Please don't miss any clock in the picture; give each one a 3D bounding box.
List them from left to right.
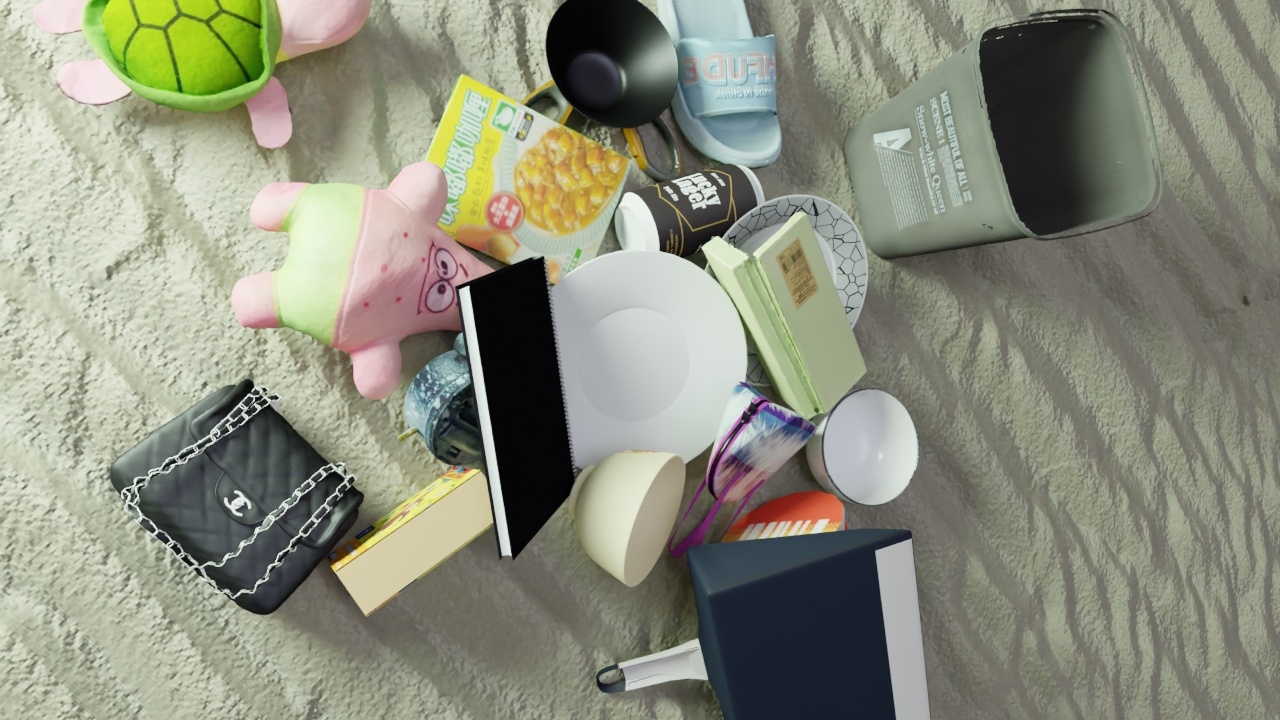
[{"bbox_3d":[-0.135,0.026,0.743,0.129,0.052,0.090,-51,148,-3],"label":"clock"}]

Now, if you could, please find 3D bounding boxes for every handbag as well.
[{"bbox_3d":[-0.284,0.093,0.665,0.153,0.115,0.124,48,67,-9],"label":"handbag"},{"bbox_3d":[0.082,0.111,0.831,0.068,0.144,0.170,32,92,26],"label":"handbag"}]

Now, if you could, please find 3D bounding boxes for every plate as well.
[{"bbox_3d":[-0.005,0.005,0.822,0.208,0.015,0.209,-3,102,-14],"label":"plate"},{"bbox_3d":[0.135,-0.066,0.882,0.188,0.016,0.189,-9,114,-22],"label":"plate"}]

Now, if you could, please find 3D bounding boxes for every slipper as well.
[{"bbox_3d":[0.076,-0.302,0.874,0.104,0.074,0.245,-14,90,-23],"label":"slipper"}]

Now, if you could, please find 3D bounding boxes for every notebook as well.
[{"bbox_3d":[-0.092,0.030,0.725,0.016,0.148,0.207,-3,104,16],"label":"notebook"}]

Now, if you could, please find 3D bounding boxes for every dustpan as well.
[{"bbox_3d":[0.100,0.260,0.793,0.273,0.080,0.236,-16,115,-7],"label":"dustpan"}]

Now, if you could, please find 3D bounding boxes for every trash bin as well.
[{"bbox_3d":[0.334,-0.200,0.896,0.197,0.220,0.197,-14,91,-24],"label":"trash bin"}]

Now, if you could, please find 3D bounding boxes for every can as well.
[{"bbox_3d":[0.045,-0.134,0.848,0.128,0.072,0.072,-21,94,-24],"label":"can"}]

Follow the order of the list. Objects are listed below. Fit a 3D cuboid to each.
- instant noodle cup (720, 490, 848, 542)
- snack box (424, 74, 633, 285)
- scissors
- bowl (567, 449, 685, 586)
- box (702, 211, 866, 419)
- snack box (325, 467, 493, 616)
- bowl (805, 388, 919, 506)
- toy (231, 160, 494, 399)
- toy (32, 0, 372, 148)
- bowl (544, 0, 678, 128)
[{"bbox_3d":[0.152,0.207,0.845,0.123,0.124,0.121,-35,107,-22],"label":"instant noodle cup"},{"bbox_3d":[-0.104,-0.149,0.799,0.168,0.027,0.132,23,88,-20],"label":"snack box"},{"bbox_3d":[-0.048,-0.251,0.847,0.224,0.016,0.225,-30,98,-22],"label":"scissors"},{"bbox_3d":[-0.019,0.125,0.791,0.074,0.118,0.117,18,75,20],"label":"bowl"},{"bbox_3d":[0.126,-0.037,0.841,0.091,0.083,0.188,-44,124,-25],"label":"box"},{"bbox_3d":[-0.177,0.137,0.720,0.125,0.088,0.040,-35,99,-22],"label":"snack box"},{"bbox_3d":[0.210,0.085,0.904,0.113,0.063,0.113,2,85,-23],"label":"bowl"},{"bbox_3d":[-0.191,-0.063,0.731,0.236,0.097,0.192,12,90,-33],"label":"toy"},{"bbox_3d":[-0.319,-0.255,0.694,0.237,0.088,0.190,-17,79,-18],"label":"toy"},{"bbox_3d":[-0.033,-0.258,0.816,0.124,0.053,0.124,3,83,-23],"label":"bowl"}]
